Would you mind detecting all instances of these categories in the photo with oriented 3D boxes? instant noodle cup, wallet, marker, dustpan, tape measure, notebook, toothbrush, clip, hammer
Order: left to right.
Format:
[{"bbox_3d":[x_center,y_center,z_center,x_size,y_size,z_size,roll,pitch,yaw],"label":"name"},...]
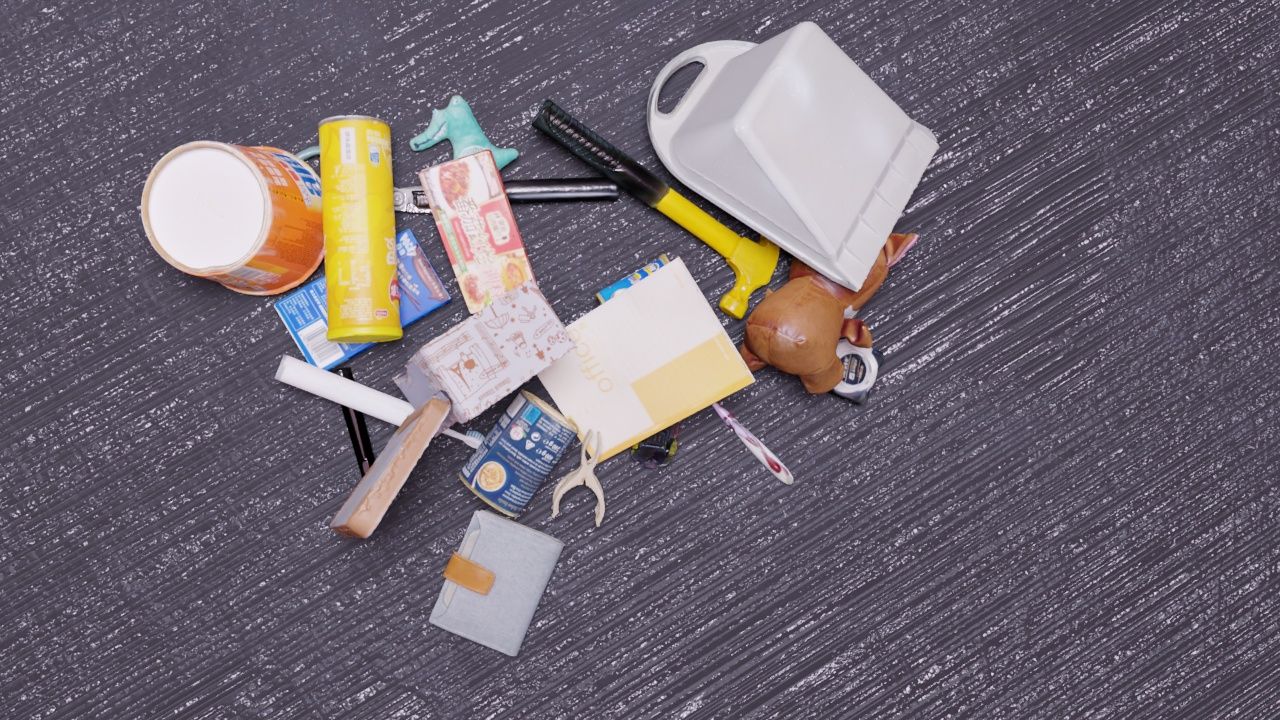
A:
[{"bbox_3d":[-0.385,-0.138,0.871,0.151,0.111,0.151,0,93,3],"label":"instant noodle cup"},{"bbox_3d":[-0.293,0.072,0.948,0.020,0.022,0.132,-14,94,0],"label":"marker"},{"bbox_3d":[-0.259,0.048,0.935,0.221,0.026,0.027,24,130,-18],"label":"toothbrush"},{"bbox_3d":[-0.153,0.233,0.966,0.106,0.037,0.129,24,89,-8],"label":"wallet"},{"bbox_3d":[-0.129,-0.174,0.953,0.212,0.026,0.027,-5,105,-10],"label":"toothbrush"},{"bbox_3d":[-0.070,0.128,0.967,0.096,0.035,0.101,-14,104,-1],"label":"clip"},{"bbox_3d":[-0.006,0.005,0.937,0.207,0.010,0.146,-29,97,26],"label":"notebook"},{"bbox_3d":[0.021,-0.171,0.954,0.300,0.033,0.128,32,84,-17],"label":"hammer"},{"bbox_3d":[0.103,0.069,1.002,0.016,0.017,0.187,-45,96,-5],"label":"toothbrush"},{"bbox_3d":[0.143,-0.226,0.951,0.257,0.143,0.222,43,65,-22],"label":"dustpan"},{"bbox_3d":[0.227,0.008,1.008,0.066,0.033,0.065,26,87,-10],"label":"tape measure"}]

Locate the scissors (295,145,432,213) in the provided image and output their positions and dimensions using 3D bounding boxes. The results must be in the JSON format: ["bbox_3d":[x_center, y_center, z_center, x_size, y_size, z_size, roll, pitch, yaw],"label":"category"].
[{"bbox_3d":[-0.283,-0.186,0.943,0.185,0.019,0.129,-20,95,-8],"label":"scissors"}]

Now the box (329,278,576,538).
[{"bbox_3d":[-0.192,0.049,0.849,0.260,0.179,0.103,-38,96,-23],"label":"box"}]

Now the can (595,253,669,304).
[{"bbox_3d":[0.012,-0.047,0.966,0.083,0.057,0.102,-29,95,-3],"label":"can"}]

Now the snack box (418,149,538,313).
[{"bbox_3d":[-0.163,-0.130,0.935,0.075,0.025,0.153,-18,108,-1],"label":"snack box"}]

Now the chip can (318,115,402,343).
[{"bbox_3d":[-0.274,-0.125,0.893,0.072,0.072,0.213,-4,87,-7],"label":"chip can"}]

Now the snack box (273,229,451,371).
[{"bbox_3d":[-0.283,-0.060,0.942,0.157,0.026,0.084,-30,94,-6],"label":"snack box"}]

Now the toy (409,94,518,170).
[{"bbox_3d":[-0.187,-0.226,0.948,0.096,0.030,0.092,-28,91,2],"label":"toy"}]

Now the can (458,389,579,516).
[{"bbox_3d":[-0.123,0.093,0.942,0.075,0.075,0.111,37,90,-7],"label":"can"}]

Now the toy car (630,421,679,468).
[{"bbox_3d":[0.018,0.062,0.983,0.049,0.031,0.106,8,99,-5],"label":"toy car"}]

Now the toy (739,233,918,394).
[{"bbox_3d":[0.193,-0.065,0.960,0.140,0.130,0.199,22,76,30],"label":"toy"}]
